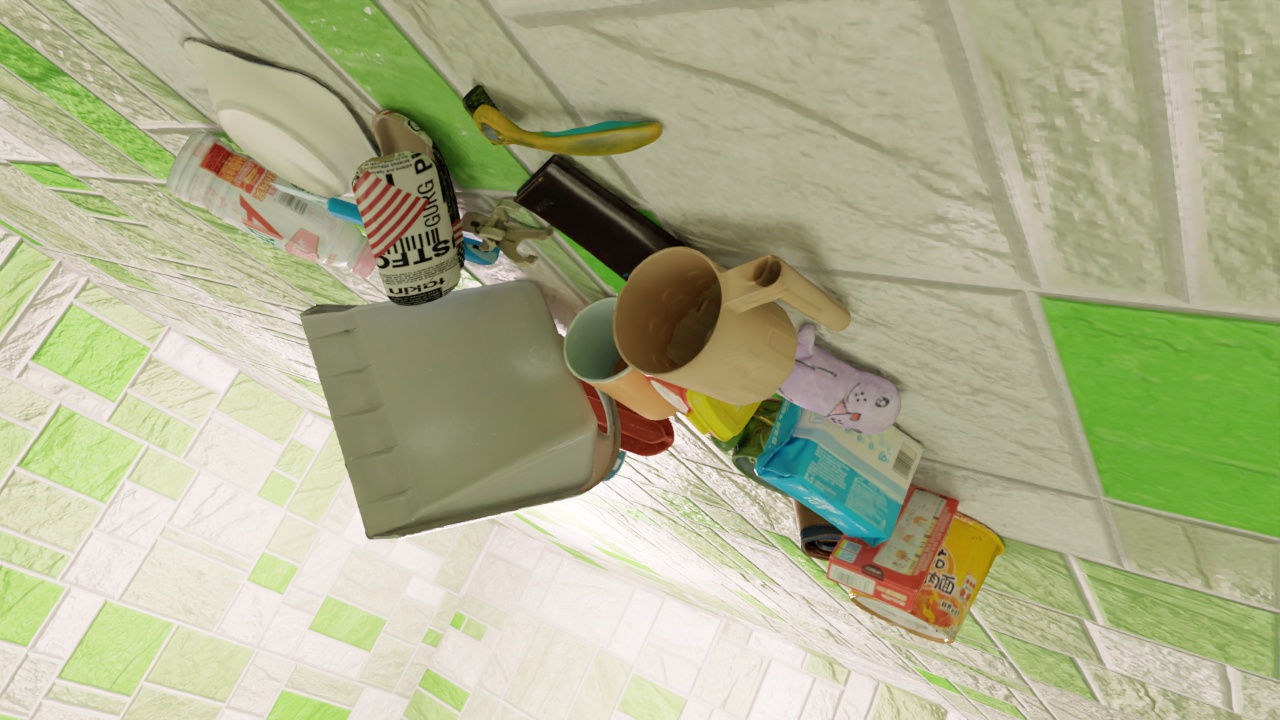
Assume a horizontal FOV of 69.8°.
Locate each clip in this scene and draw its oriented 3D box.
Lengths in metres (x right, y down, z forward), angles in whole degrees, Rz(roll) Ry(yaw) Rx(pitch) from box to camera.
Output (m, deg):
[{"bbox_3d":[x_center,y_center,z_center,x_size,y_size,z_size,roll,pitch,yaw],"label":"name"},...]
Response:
[{"bbox_3d":[-0.101,-0.093,0.724,0.082,0.034,0.105,33,166,-17],"label":"clip"}]

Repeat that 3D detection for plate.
[{"bbox_3d":[-0.278,-0.177,0.733,0.164,0.034,0.164,21,162,19],"label":"plate"}]

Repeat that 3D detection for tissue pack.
[{"bbox_3d":[0.164,0.084,0.754,0.140,0.089,0.063,34,161,-22],"label":"tissue pack"}]

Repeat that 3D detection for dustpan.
[{"bbox_3d":[-0.139,0.043,0.834,0.143,0.257,0.222,102,146,-61],"label":"dustpan"}]

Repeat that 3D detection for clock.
[{"bbox_3d":[0.131,0.079,0.847,0.116,0.056,0.161,4,152,49],"label":"clock"}]

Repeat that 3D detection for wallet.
[{"bbox_3d":[-0.026,-0.092,0.642,0.122,0.020,0.096,34,162,-17],"label":"wallet"},{"bbox_3d":[0.193,0.153,0.889,0.090,0.033,0.115,6,-159,1],"label":"wallet"}]

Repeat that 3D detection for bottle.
[{"bbox_3d":[-0.343,-0.142,0.881,0.197,0.068,0.068,29,163,-20],"label":"bottle"}]

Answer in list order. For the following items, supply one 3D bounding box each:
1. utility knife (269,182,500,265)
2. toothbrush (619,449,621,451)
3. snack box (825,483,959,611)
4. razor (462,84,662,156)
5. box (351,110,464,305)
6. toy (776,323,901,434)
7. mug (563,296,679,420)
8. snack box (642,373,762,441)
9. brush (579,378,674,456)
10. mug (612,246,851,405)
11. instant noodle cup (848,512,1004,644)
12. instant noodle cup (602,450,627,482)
[{"bbox_3d":[-0.213,-0.116,0.772,0.191,0.018,0.034,17,172,-17],"label":"utility knife"},{"bbox_3d":[-0.025,0.103,1.073,0.016,0.018,0.191,22,-171,16],"label":"toothbrush"},{"bbox_3d":[0.225,0.156,0.809,0.075,0.152,0.025,19,120,24],"label":"snack box"},{"bbox_3d":[-0.046,-0.135,0.536,0.133,0.028,0.043,14,155,31],"label":"razor"},{"bbox_3d":[-0.173,-0.116,0.695,0.076,0.087,0.163,-15,148,-9],"label":"box"},{"bbox_3d":[0.145,0.019,0.682,0.108,0.038,0.084,30,141,-5],"label":"toy"},{"bbox_3d":[-0.005,0.005,0.807,0.078,0.078,0.122,16,166,31],"label":"mug"},{"bbox_3d":[0.048,0.010,0.731,0.080,0.082,0.091,26,165,37],"label":"snack box"},{"bbox_3d":[-0.030,0.065,1.026,0.146,0.063,0.069,20,175,16],"label":"brush"},{"bbox_3d":[0.062,-0.025,0.596,0.125,0.084,0.103,-20,155,31],"label":"mug"},{"bbox_3d":[0.280,0.212,0.927,0.138,0.109,0.138,25,163,8],"label":"instant noodle cup"},{"bbox_3d":[-0.078,0.106,1.181,0.110,0.099,0.099,27,165,-28],"label":"instant noodle cup"}]
